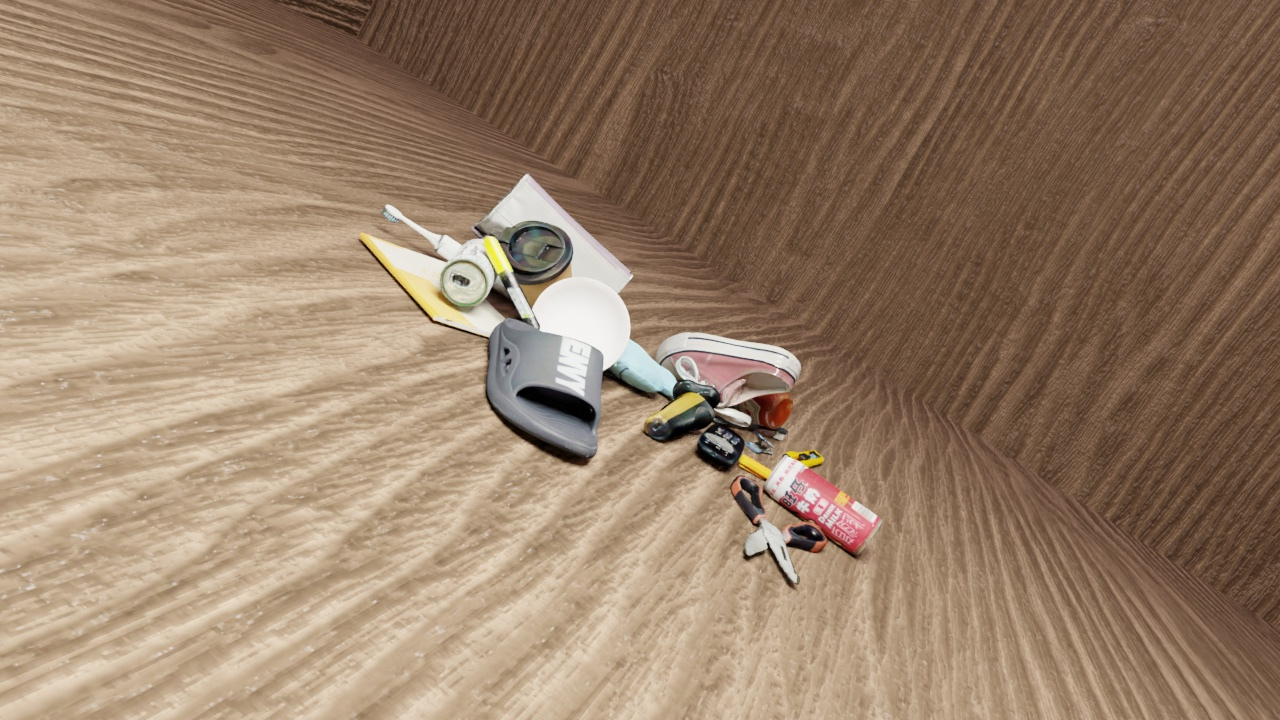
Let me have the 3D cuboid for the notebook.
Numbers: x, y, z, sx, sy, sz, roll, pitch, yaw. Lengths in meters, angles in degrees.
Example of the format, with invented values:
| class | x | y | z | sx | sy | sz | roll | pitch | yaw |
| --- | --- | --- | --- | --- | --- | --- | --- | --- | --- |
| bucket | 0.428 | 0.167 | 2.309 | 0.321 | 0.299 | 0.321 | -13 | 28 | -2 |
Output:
| class | x | y | z | sx | sy | sz | roll | pitch | yaw |
| --- | --- | --- | --- | --- | --- | --- | --- | --- | --- |
| notebook | -0.233 | -0.083 | 1.089 | 0.145 | 0.010 | 0.206 | 18 | 18 | -48 |

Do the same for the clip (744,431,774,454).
| class | x | y | z | sx | sy | sz | roll | pitch | yaw |
| --- | --- | --- | --- | --- | --- | --- | --- | --- | --- |
| clip | 0.166 | 0.115 | 1.249 | 0.027 | 0.044 | 0.058 | 38 | 10 | 32 |

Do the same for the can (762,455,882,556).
| class | x | y | z | sx | sy | sz | roll | pitch | yaw |
| --- | --- | --- | --- | --- | --- | --- | --- | --- | --- |
| can | 0.210 | 0.168 | 1.068 | 0.133 | 0.053 | 0.053 | 35 | 13 | 14 |

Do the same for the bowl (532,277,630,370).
| class | x | y | z | sx | sy | sz | roll | pitch | yaw |
| --- | --- | --- | --- | --- | --- | --- | --- | --- | --- |
| bowl | -0.074 | -0.034 | 1.100 | 0.118 | 0.118 | 0.065 | 31 | -13 | -1 |

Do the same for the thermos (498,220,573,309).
| class | x | y | z | sx | sy | sz | roll | pitch | yaw |
| --- | --- | --- | --- | --- | --- | --- | --- | --- | --- |
| thermos | -0.122 | -0.101 | 1.133 | 0.093 | 0.093 | 0.143 | 38 | -22 | 26 |

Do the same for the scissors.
| class | x | y | z | sx | sy | sz | roll | pitch | yaw |
| --- | --- | --- | --- | --- | --- | --- | --- | --- | --- |
| scissors | 0.141 | 0.176 | 0.964 | 0.224 | 0.015 | 0.189 | 19 | 18 | -45 |

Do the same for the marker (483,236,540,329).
| class | x | y | z | sx | sy | sz | roll | pitch | yaw |
| --- | --- | --- | --- | --- | --- | --- | --- | --- | --- |
| marker | -0.148 | -0.087 | 1.059 | 0.124 | 0.018 | 0.015 | 62 | -4 | 3 |

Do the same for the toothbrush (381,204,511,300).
| class | x | y | z | sx | sy | sz | roll | pitch | yaw |
| --- | --- | --- | --- | --- | --- | --- | --- | --- | --- |
| toothbrush | -0.238 | -0.137 | 1.200 | 0.221 | 0.026 | 0.026 | 33 | 34 | -19 |

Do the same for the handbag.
| class | x | y | z | sx | sy | sz | roll | pitch | yaw |
| --- | --- | --- | --- | --- | --- | --- | --- | --- | --- |
| handbag | -0.129 | -0.142 | 1.250 | 0.197 | 0.098 | 0.145 | 44 | -16 | -14 |

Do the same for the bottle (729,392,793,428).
| class | x | y | z | sx | sy | sz | roll | pitch | yaw |
| --- | --- | --- | --- | --- | --- | --- | --- | --- | --- |
| bottle | 0.133 | 0.035 | 1.364 | 0.206 | 0.060 | 0.059 | 30 | 9 | 41 |

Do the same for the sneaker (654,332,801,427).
| class | x | y | z | sx | sy | sz | roll | pitch | yaw |
| --- | --- | --- | --- | --- | --- | --- | --- | --- | --- |
| sneaker | 0.103 | 0.024 | 1.247 | 0.241 | 0.087 | 0.118 | 6 | -30 | 45 |

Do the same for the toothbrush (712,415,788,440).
| class | x | y | z | sx | sy | sz | roll | pitch | yaw |
| --- | --- | --- | --- | --- | --- | --- | --- | --- | --- |
| toothbrush | 0.154 | 0.095 | 1.306 | 0.180 | 0.018 | 0.015 | 15 | 18 | -45 |

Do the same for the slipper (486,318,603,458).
| class | x | y | z | sx | sy | sz | roll | pitch | yaw |
| --- | --- | --- | --- | --- | --- | --- | --- | --- | --- |
| slipper | -0.095 | 0.002 | 0.925 | 0.110 | 0.083 | 0.268 | 24 | 16 | -23 |

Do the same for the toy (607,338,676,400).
| class | x | y | z | sx | sy | sz | roll | pitch | yaw |
| --- | --- | --- | --- | --- | --- | --- | --- | --- | --- |
| toy | -0.007 | 0.007 | 1.186 | 0.161 | 0.050 | 0.156 | 36 | 3 | 0 |

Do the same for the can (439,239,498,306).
| class | x | y | z | sx | sy | sz | roll | pitch | yaw |
| --- | --- | --- | --- | --- | --- | --- | --- | --- | --- |
| can | -0.200 | -0.106 | 1.091 | 0.058 | 0.058 | 0.146 | 29 | 13 | -10 |

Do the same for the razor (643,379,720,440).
| class | x | y | z | sx | sy | sz | roll | pitch | yaw |
| --- | --- | --- | --- | --- | --- | --- | --- | --- | --- |
| razor | 0.045 | 0.061 | 1.099 | 0.067 | 0.062 | 0.167 | 56 | 23 | 6 |

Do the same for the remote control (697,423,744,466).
| class | x | y | z | sx | sy | sz | roll | pitch | yaw |
| --- | --- | --- | --- | --- | --- | --- | --- | --- | --- |
| remote control | 0.096 | 0.105 | 1.109 | 0.053 | 0.024 | 0.136 | 33 | 14 | 9 |

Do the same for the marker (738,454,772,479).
| class | x | y | z | sx | sy | sz | roll | pitch | yaw |
| --- | --- | --- | --- | --- | --- | --- | --- | --- | --- |
| marker | 0.174 | 0.152 | 1.136 | 0.124 | 0.015 | 0.018 | 31 | 14 | -12 |

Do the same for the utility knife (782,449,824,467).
| class | x | y | z | sx | sy | sz | roll | pitch | yaw |
| --- | --- | --- | --- | --- | --- | --- | --- | --- | --- |
| utility knife | 0.239 | 0.140 | 1.324 | 0.033 | 0.015 | 0.177 | 40 | 15 | 21 |
